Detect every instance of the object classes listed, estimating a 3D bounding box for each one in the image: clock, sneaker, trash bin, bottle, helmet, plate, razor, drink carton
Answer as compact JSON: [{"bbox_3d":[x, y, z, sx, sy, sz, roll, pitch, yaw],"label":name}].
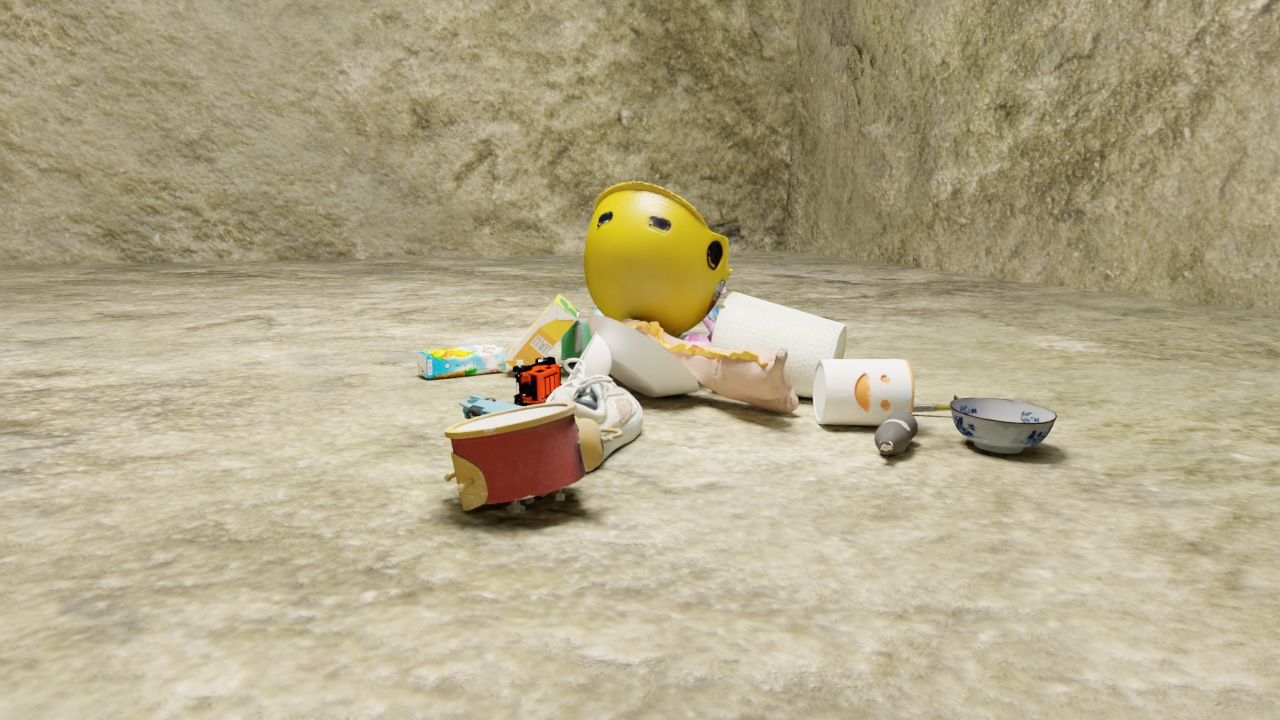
[{"bbox_3d":[-0.062,-0.024,1.416,0.122,0.075,0.161,0,-1,-5],"label":"clock"},{"bbox_3d":[-0.050,0.046,1.005,0.089,0.091,0.241,3,11,12],"label":"sneaker"},{"bbox_3d":[0.192,-0.014,1.262,0.161,0.133,0.133,13,15,20],"label":"trash bin"},{"bbox_3d":[0.280,0.083,1.012,0.036,0.036,0.109,7,13,24],"label":"bottle"},{"bbox_3d":[0.009,-0.118,1.268,0.209,0.139,0.240,8,-25,23],"label":"helmet"},{"bbox_3d":[-0.092,0.085,0.816,0.158,0.081,0.117,-12,5,-20],"label":"clock"},{"bbox_3d":[-0.007,0.007,1.209,0.174,0.036,0.174,31,-14,9],"label":"plate"},{"bbox_3d":[0.363,0.061,1.179,0.106,0.026,0.042,-1,13,4],"label":"razor"},{"bbox_3d":[-0.256,0.001,1.323,0.128,0.038,0.044,-6,14,-34],"label":"drink carton"},{"bbox_3d":[-0.144,-0.034,1.328,0.041,0.122,0.058,40,12,-9],"label":"drink carton"}]

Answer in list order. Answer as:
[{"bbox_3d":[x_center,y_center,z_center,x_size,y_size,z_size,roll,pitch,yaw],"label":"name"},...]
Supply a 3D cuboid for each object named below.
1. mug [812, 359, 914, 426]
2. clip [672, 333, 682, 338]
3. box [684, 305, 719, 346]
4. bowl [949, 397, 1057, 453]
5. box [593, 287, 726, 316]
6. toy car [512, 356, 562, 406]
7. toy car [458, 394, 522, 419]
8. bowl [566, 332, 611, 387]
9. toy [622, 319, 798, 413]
[{"bbox_3d":[0.270,0.039,1.116,0.105,0.082,0.082,1,12,0],"label":"mug"},{"bbox_3d":[0.025,-0.022,1.416,0.027,0.090,0.163,39,-21,-9],"label":"clip"},{"bbox_3d":[0.107,-0.039,1.453,0.085,0.091,0.230,5,11,9],"label":"box"},{"bbox_3d":[0.409,0.077,1.042,0.114,0.045,0.114,2,12,-1],"label":"bowl"},{"bbox_3d":[0.035,-0.095,1.584,0.214,0.062,0.140,-26,35,-6],"label":"box"},{"bbox_3d":[-0.128,0.028,1.181,0.049,0.051,0.100,3,11,22],"label":"toy car"},{"bbox_3d":[-0.150,0.068,1.036,0.108,0.027,0.060,14,13,9],"label":"toy car"},{"bbox_3d":[-0.065,0.021,1.148,0.040,0.110,0.109,31,11,-4],"label":"bowl"},{"bbox_3d":[0.080,-0.011,1.169,0.264,0.065,0.196,26,-21,22],"label":"toy"}]
